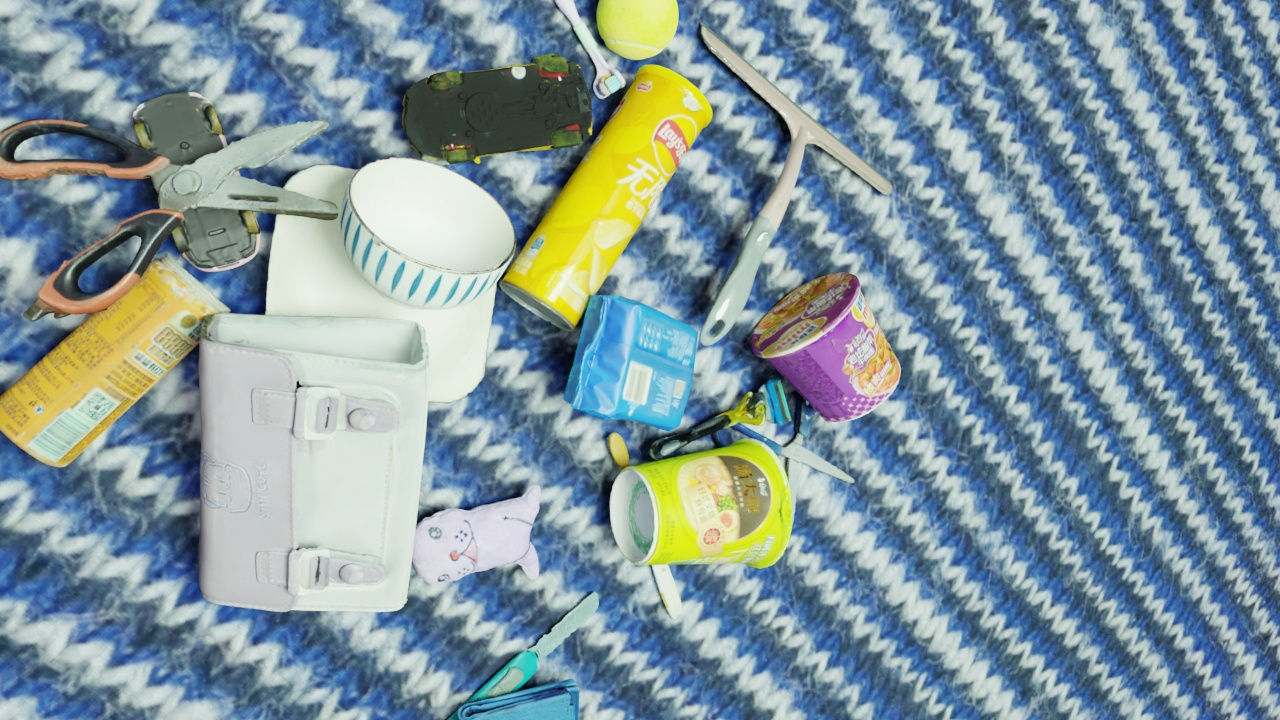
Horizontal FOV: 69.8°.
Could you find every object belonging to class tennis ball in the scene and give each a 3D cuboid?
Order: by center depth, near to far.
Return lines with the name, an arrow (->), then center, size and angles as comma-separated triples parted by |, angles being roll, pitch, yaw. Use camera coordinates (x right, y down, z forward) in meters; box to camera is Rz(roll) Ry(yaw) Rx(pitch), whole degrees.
tennis ball -> -0.002, -0.273, 0.728 | 0.065, 0.065, 0.065 | -3, 97, -25

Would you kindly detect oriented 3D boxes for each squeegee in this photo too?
squeegee -> 0.108, -0.123, 0.792 | 0.247, 0.040, 0.249 | 31, 74, -26

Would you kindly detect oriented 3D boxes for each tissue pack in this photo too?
tissue pack -> -0.004, 0.004, 0.745 | 0.157, 0.052, 0.095 | 19, 85, -60

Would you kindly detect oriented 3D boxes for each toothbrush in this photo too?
toothbrush -> -0.069, -0.295, 0.720 | 0.189, 0.029, 0.021 | 58, 31, -18
toothbrush -> 0.004, 0.148, 0.808 | 0.016, 0.018, 0.191 | -25, 108, -19

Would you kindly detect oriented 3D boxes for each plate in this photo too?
plate -> -0.190, -0.055, 0.681 | 0.163, 0.034, 0.164 | 7, 93, -26

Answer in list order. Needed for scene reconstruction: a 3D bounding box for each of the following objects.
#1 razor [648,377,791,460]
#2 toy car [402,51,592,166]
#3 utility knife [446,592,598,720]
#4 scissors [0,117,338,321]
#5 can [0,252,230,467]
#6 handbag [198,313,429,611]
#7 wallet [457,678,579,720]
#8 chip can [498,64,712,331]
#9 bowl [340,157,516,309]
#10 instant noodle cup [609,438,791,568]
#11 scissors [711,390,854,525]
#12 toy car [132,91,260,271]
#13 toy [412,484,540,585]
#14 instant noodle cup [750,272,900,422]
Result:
razor -> 0.068, 0.058, 0.810 | 0.142, 0.022, 0.042 | -21, 97, -23
toy car -> -0.107, -0.190, 0.700 | 0.155, 0.041, 0.071 | -16, 102, -25
utility knife -> -0.117, 0.273, 0.764 | 0.222, 0.013, 0.029 | -41, 114, -16
scissors -> -0.310, -0.107, 0.585 | 0.189, 0.015, 0.226 | 41, 79, 2
can -> -0.344, -0.001, 0.600 | 0.145, 0.058, 0.058 | -47, 113, -14
handbag -> -0.223, 0.072, 0.625 | 0.145, 0.098, 0.197 | 4, 112, -15
wallet -> -0.099, 0.337, 0.765 | 0.106, 0.040, 0.133 | -6, 108, -23
chip can -> -0.027, -0.129, 0.731 | 0.072, 0.072, 0.213 | 36, 81, -24
bowl -> -0.150, -0.077, 0.629 | 0.116, 0.116, 0.066 | 13, 131, -26
instant noodle cup -> 0.044, 0.124, 0.764 | 0.123, 0.112, 0.112 | -2, 96, -30
scissors -> 0.143, 0.074, 0.865 | 0.173, 0.012, 0.162 | 25, 84, -24
toy car -> -0.299, -0.120, 0.622 | 0.056, 0.037, 0.122 | -20, 91, -20
toy -> -0.131, 0.145, 0.730 | 0.107, 0.039, 0.084 | -8, 108, -26
instant noodle cup -> 0.170, -0.007, 0.811 | 0.111, 0.112, 0.099 | -46, 109, -14
